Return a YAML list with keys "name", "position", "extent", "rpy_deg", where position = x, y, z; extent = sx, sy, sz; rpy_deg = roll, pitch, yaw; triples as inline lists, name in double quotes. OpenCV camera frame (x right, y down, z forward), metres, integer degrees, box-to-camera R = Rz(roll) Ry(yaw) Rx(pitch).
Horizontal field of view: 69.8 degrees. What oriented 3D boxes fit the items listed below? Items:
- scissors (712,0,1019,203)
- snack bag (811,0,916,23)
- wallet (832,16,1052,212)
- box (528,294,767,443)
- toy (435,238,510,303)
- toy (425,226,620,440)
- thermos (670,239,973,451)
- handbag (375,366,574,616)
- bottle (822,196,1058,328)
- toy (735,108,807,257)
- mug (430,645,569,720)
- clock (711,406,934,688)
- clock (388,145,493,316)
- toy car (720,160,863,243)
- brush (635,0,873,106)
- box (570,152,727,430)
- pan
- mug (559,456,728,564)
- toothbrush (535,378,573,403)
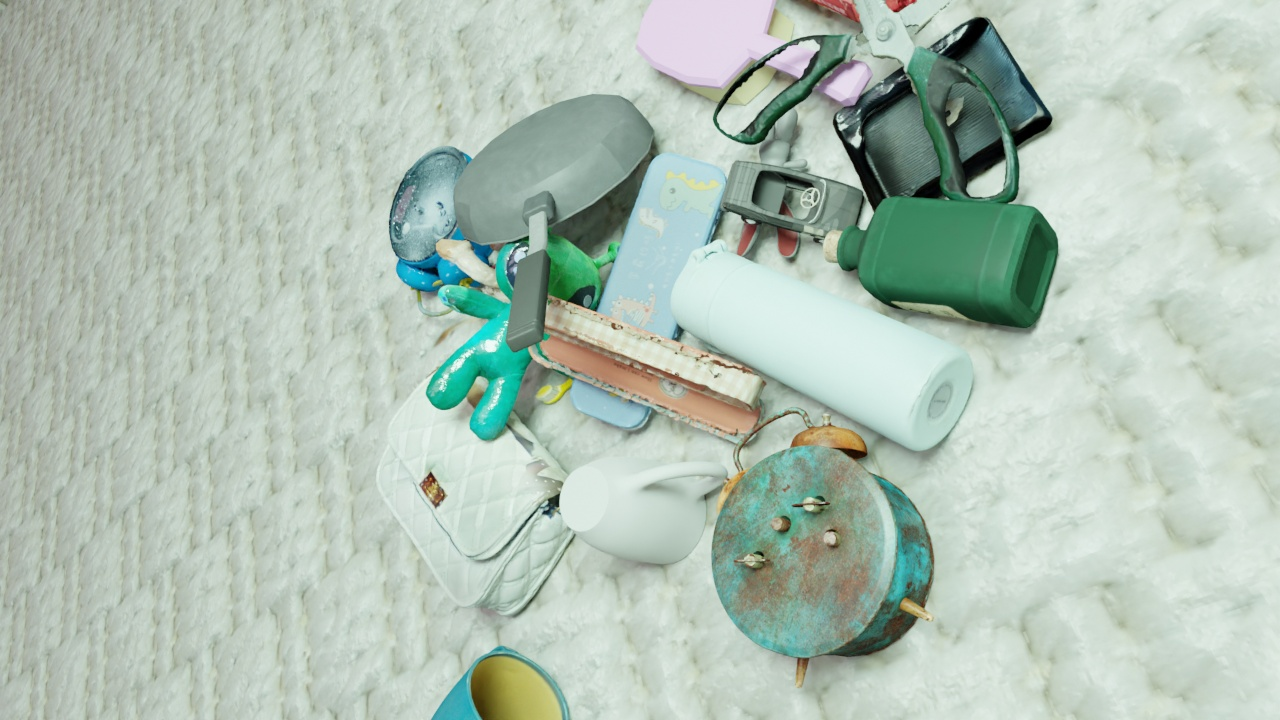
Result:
- name: "scissors"
  position: [0.139, -0.164, 0.585]
  extent: [0.203, 0.015, 0.201]
  rpy_deg: [-27, 75, 36]
- name: "snack bag"
  position: [0.135, -0.294, 0.644]
  extent: [0.176, 0.082, 0.082]
  rpy_deg: [44, 105, 38]
- name: "wallet"
  position: [0.189, -0.151, 0.585]
  extent: [0.115, 0.026, 0.089]
  rpy_deg: [-32, 58, 28]
- name: "box"
  position: [-0.002, 0.002, 0.638]
  extent: [0.187, 0.085, 0.048]
  rpy_deg: [21, 70, 22]
- name: "toy"
  position: [-0.110, -0.077, 0.781]
  extent: [0.106, 0.085, 0.074]
  rpy_deg: [13, 106, 32]
- name: "toy"
  position: [-0.092, -0.033, 0.720]
  extent: [0.193, 0.130, 0.072]
  rpy_deg: [-57, 13, -7]
- name: "thermos"
  position: [0.104, -0.014, 0.587]
  extent: [0.207, 0.065, 0.078]
  rpy_deg: [30, 138, 42]
- name: "handbag"
  position: [-0.139, 0.102, 0.749]
  extent: [0.195, 0.072, 0.139]
  rpy_deg: [40, 101, 40]
- name: "bottle"
  position: [0.170, -0.062, 0.549]
  extent: [0.131, 0.061, 0.061]
  rpy_deg: [14, 83, 42]
- name: "toy"
  position: [0.093, -0.126, 0.655]
  extent: [0.049, 0.030, 0.111]
  rpy_deg: [2, 83, 25]
- name: "mug"
  position: [-0.116, 0.269, 0.682]
  extent: [0.104, 0.084, 0.112]
  rpy_deg: [-51, 22, 23]
- name: "clock"
  position: [0.098, 0.100, 0.551]
  extent: [0.121, 0.073, 0.157]
  rpy_deg: [-38, 54, 25]
- name: "clock"
  position: [-0.185, -0.121, 0.870]
  extent: [0.117, 0.060, 0.161]
  rpy_deg: [5, 81, 40]
- name: "toy car"
  position: [0.102, -0.108, 0.616]
  extent: [0.092, 0.037, 0.040]
  rpy_deg: [16, 85, 5]
- name: "brush"
  position: [0.087, -0.230, 0.684]
  extent: [0.229, 0.043, 0.089]
  rpy_deg: [39, 102, 40]
- name: "box"
  position: [0.006, -0.053, 0.684]
  extent: [0.066, 0.037, 0.209]
  rpy_deg: [20, 88, 8]
- name: "pan"
  position: [-0.074, -0.114, 0.669]
  extent: [0.179, 0.041, 0.356]
  rpy_deg: [-23, 32, 13]
- name: "mug"
  position: [0.004, 0.092, 0.621]
  extent: [0.107, 0.089, 0.071]
  rpy_deg: [-32, 58, 29]
- name: "toothbrush"
  position: [-0.034, 0.000, 0.731]
  extent: [0.136, 0.016, 0.021]
  rpy_deg: [-34, 59, 28]
